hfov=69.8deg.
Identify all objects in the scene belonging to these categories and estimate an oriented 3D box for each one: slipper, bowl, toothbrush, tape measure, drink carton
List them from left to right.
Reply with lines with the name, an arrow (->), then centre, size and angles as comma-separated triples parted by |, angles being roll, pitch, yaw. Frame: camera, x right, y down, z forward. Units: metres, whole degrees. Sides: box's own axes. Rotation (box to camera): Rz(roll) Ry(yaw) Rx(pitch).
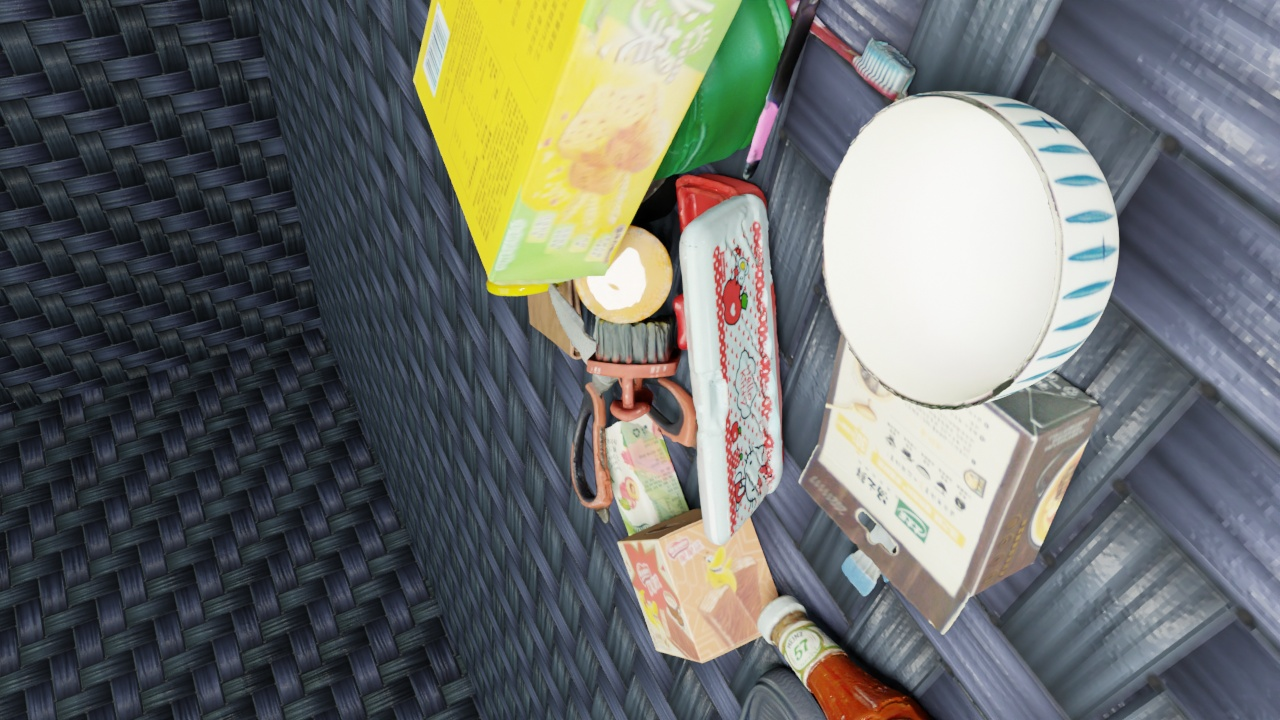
tape measure -> 0.002, -0.124, 0.631 | 0.057, 0.039, 0.058 | 47, 142, 46
drink carton -> 0.006, 0.109, 0.787 | 0.054, 0.045, 0.122 | -30, 80, 57
slipper -> 0.096, 0.359, 0.731 | 0.110, 0.083, 0.269 | 44, 143, 51
toothbrush -> 0.073, -0.183, 0.455 | 0.187, 0.016, 0.017 | 55, 145, 33
toothbrush -> 0.079, -0.164, 0.422 | 0.018, 0.014, 0.190 | 46, 137, 31
bowl -> 0.131, -0.043, 0.352 | 0.116, 0.066, 0.116 | 30, 125, 56

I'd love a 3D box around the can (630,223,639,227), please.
can -> -0.029, -0.107, 0.692 | 0.053, 0.053, 0.133 | 26, 130, 60

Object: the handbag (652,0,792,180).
handbag -> 0.018, -0.169, 0.494 | 0.120, 0.068, 0.131 | 62, 166, 12

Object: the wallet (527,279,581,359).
wallet -> -0.086, -0.070, 0.898 | 0.101, 0.020, 0.115 | 35, 135, 53

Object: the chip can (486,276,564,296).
chip can -> -0.113, -0.166, 0.799 | 0.072, 0.072, 0.213 | 29, 129, 59

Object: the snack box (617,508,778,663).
snack box -> 0.045, 0.169, 0.704 | 0.094, 0.077, 0.093 | 70, 158, 4

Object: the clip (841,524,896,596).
clip -> 0.138, 0.108, 0.525 | 0.027, 0.043, 0.058 | 57, 149, 35

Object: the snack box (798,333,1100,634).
snack box -> 0.136, 0.042, 0.432 | 0.113, 0.053, 0.126 | 49, 149, 42

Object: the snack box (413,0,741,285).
snack box -> -0.039, -0.161, 0.435 | 0.157, 0.070, 0.211 | 66, 145, 28

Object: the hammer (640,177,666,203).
hammer -> -0.047, -0.248, 0.586 | 0.032, 0.126, 0.323 | 93, 167, -83

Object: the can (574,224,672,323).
can -> -0.009, -0.059, 0.599 | 0.146, 0.058, 0.058 | -85, -21, -82

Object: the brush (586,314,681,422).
brush -> -0.004, 0.004, 0.634 | 0.145, 0.063, 0.069 | -61, -27, -84

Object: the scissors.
scissors -> -0.026, 0.022, 0.755 | 0.225, 0.015, 0.189 | 44, 118, 33

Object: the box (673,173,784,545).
box -> 0.055, -0.006, 0.561 | 0.154, 0.074, 0.201 | -87, -10, -66

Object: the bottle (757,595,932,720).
bottle -> 0.140, 0.219, 0.551 | 0.206, 0.059, 0.060 | 44, 145, 50
